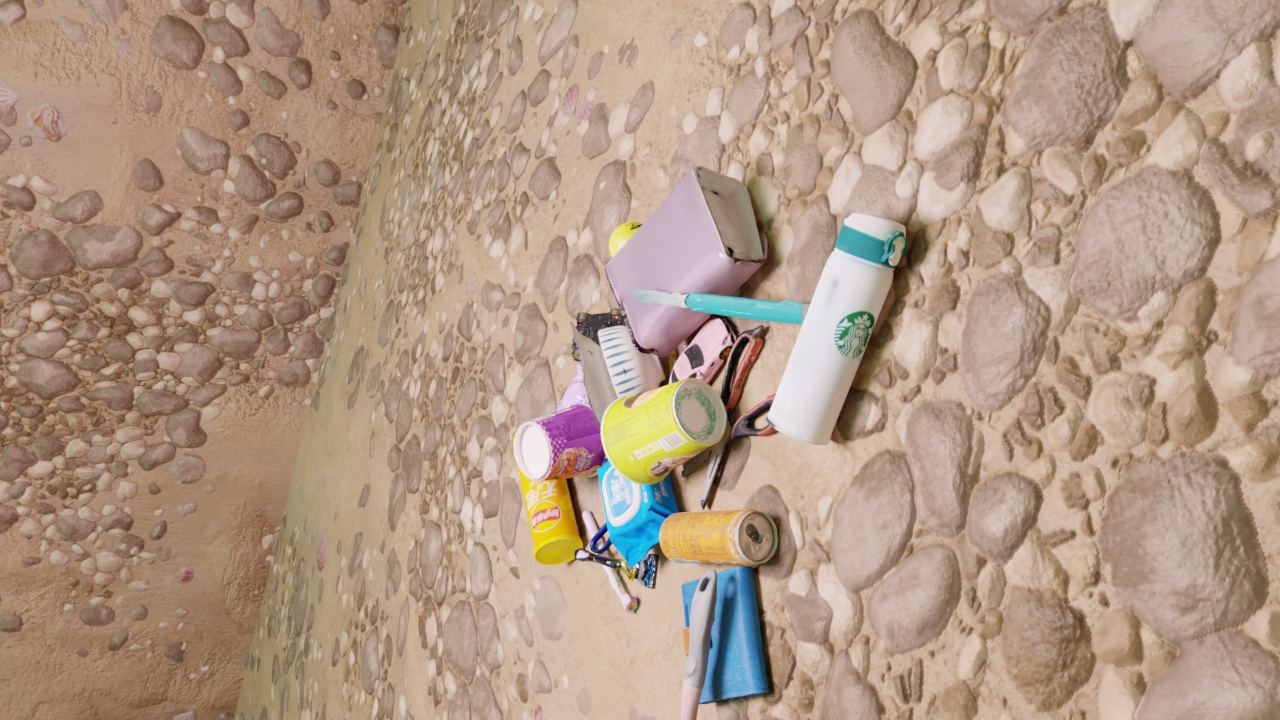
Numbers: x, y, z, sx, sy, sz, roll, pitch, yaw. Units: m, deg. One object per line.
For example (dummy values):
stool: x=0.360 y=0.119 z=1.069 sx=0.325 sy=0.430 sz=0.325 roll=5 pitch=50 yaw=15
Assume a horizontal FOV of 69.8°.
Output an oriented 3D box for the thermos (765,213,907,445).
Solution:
thermos: x=0.192 y=-0.032 z=0.888 sx=0.073 sy=0.073 sz=0.224 roll=39 pitch=114 yaw=56

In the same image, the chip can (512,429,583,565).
chip can: x=-0.140 y=0.193 z=1.360 sx=0.072 sy=0.072 sz=0.213 roll=-54 pitch=39 yaw=36

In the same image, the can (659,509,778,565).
can: x=0.082 y=0.194 z=1.006 sx=0.146 sy=0.058 sz=0.058 roll=-17 pitch=67 yaw=56

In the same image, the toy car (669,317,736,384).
toy car: x=0.071 y=0.001 z=1.108 sx=0.123 sy=0.037 sz=0.056 roll=-58 pitch=38 yaw=30

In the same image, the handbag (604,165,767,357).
handbag: x=0.056 y=-0.113 z=1.103 sx=0.198 sy=0.098 sz=0.144 roll=-45 pitch=44 yaw=40

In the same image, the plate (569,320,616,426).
plate: x=-0.049 y=0.038 z=1.230 sx=0.164 sy=0.034 sz=0.164 roll=70 pitch=-177 yaw=-48

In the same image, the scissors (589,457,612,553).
scissors: x=-0.023 y=0.183 z=1.216 sx=0.173 sy=0.012 sz=0.162 roll=-53 pitch=35 yaw=26

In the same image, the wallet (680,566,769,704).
wallet: x=0.088 y=0.296 z=0.988 sx=0.107 sy=0.040 sz=0.133 roll=-32 pitch=54 yaw=45

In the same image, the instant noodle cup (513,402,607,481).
instant noodle cup: x=-0.116 y=0.120 z=1.287 sx=0.112 sy=0.099 sz=0.111 roll=10 pitch=104 yaw=43

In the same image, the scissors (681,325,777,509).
scissors: x=0.106 y=0.066 z=1.048 sx=0.228 sy=0.015 sz=0.188 roll=-30 pitch=56 yaw=53

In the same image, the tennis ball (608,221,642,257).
tennis ball: x=-0.011 y=-0.158 z=1.261 sx=0.066 sy=0.065 sz=0.065 roll=-25 pitch=60 yaw=54

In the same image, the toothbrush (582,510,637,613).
toothbrush: x=-0.045 y=0.264 z=1.232 sx=0.189 sy=0.021 sz=0.029 roll=-124 pitch=21 yaw=-51

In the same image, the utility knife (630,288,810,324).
utility knife: x=0.088 y=-0.063 z=1.018 sx=0.223 sy=0.013 sz=0.029 roll=9 pitch=125 yaw=26

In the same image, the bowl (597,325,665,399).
bowl: x=-0.007 y=0.007 z=1.184 sx=0.116 sy=0.066 sz=0.116 roll=-16 pitch=-92 yaw=-88

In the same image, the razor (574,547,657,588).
razor: x=-0.038 y=0.260 z=1.185 sx=0.143 sy=0.022 sz=0.042 roll=3 pitch=80 yaw=43

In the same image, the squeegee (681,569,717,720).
squeegee: x=0.059 y=0.344 z=0.956 sx=0.248 sy=0.040 sz=0.249 roll=1 pitch=88 yaw=50

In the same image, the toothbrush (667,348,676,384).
toothbrush: x=0.038 y=-0.004 z=1.179 sx=0.016 sy=0.018 sz=0.191 roll=-33 pitch=53 yaw=52

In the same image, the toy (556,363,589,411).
toy: x=-0.095 y=0.070 z=1.356 sx=0.108 sy=0.038 sz=0.083 roll=-55 pitch=45 yaw=32

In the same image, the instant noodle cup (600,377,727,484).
instant noodle cup: x=0.034 y=0.076 z=1.064 sx=0.124 sy=0.111 sz=0.111 roll=-30 pitch=56 yaw=48

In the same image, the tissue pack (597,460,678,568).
tissue pack: x=-0.005 y=0.169 z=1.141 sx=0.095 sy=0.052 sz=0.157 roll=-45 pitch=42 yaw=32

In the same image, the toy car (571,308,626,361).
toy car: x=-0.052 y=-0.035 z=1.314 sx=0.156 sy=0.041 sz=0.071 roll=-6 pitch=76 yaw=55
